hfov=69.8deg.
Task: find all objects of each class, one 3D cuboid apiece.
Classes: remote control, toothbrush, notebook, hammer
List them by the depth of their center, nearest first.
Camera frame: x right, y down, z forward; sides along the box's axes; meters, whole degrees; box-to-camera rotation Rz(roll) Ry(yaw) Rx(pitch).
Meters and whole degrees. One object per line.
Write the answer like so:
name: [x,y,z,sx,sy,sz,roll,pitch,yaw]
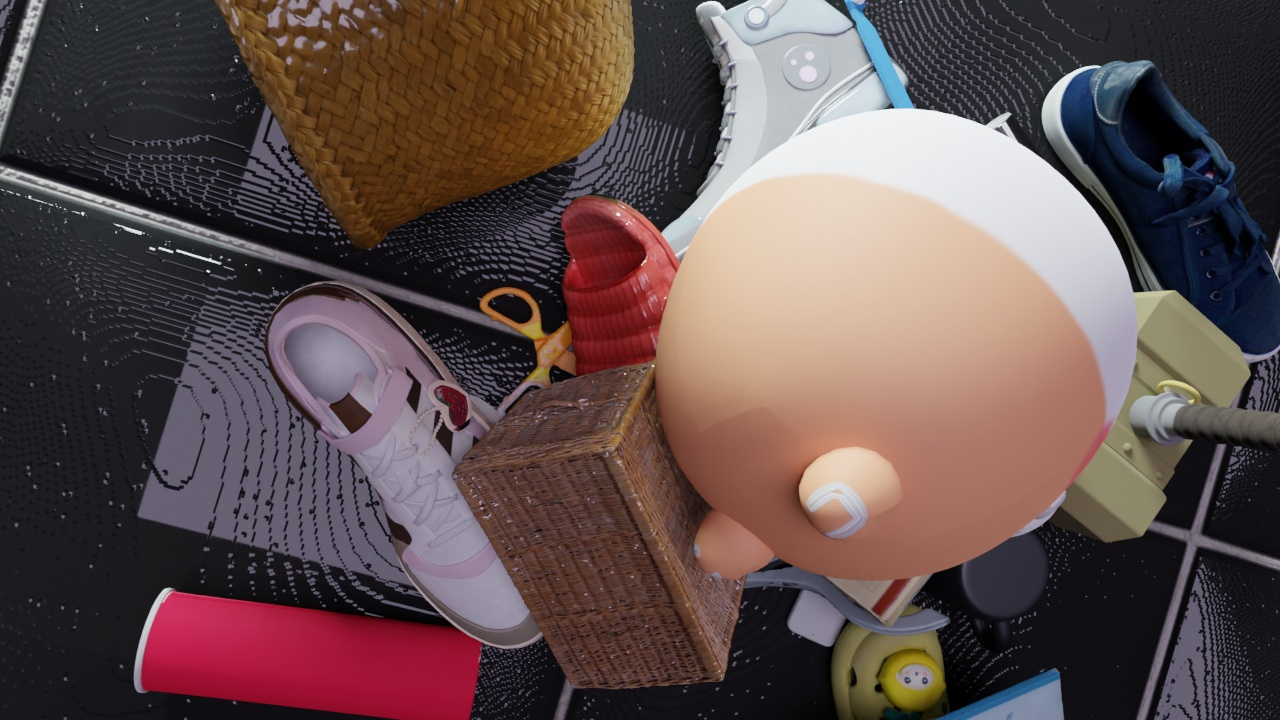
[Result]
hammer: [0.404,0.046,0.623,0.100,0.325,0.190,37,85,-9]
toothbrush: [0.170,-0.220,0.646,0.016,0.014,0.166,2,57,-26]
notebook: [0.210,0.338,0.703,0.253,0.009,0.181,-24,124,0]
remote control: [0.167,0.159,0.747,0.045,0.008,0.146,26,87,-10]

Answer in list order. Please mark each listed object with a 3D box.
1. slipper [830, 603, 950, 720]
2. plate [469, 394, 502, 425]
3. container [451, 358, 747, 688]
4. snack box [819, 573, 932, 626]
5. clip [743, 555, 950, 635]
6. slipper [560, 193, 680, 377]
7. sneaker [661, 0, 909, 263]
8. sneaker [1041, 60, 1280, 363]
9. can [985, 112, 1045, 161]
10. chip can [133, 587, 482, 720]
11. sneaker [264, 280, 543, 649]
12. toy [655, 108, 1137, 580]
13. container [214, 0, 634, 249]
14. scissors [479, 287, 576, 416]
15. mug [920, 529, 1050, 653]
slipper: [0.206,0.291,0.724,0.091,0.081,0.190,-6,96,-7]
plate: [-0.143,0.075,0.675,0.104,0.026,0.104,0,95,-5]
container: [-0.015,0.108,0.605,0.114,0.112,0.198,-13,114,25]
snack box: [0.184,0.067,0.684,0.153,0.055,0.207,37,84,28]
clip: [0.163,0.127,0.716,0.169,0.031,0.164,10,69,20]
slipper: [-0.004,0.004,0.655,0.059,0.104,0.249,-30,106,-38]
sneaker: [0.064,-0.174,0.683,0.256,0.093,0.160,-41,90,-5]
sneaker: [0.447,-0.115,0.729,0.120,0.127,0.294,-41,100,-8]
can: [0.310,-0.160,0.748,0.031,0.031,0.080,-41,98,-7]
chip can: [-0.227,0.211,0.648,0.220,0.069,0.069,11,90,-11]
sneaker: [-0.142,0.075,0.602,0.111,0.116,0.294,-31,98,-2]
toy: [0.137,0.004,0.536,0.265,0.264,0.279,41,59,-4]
container: [-0.134,-0.236,0.532,0.196,0.307,0.307,-24,96,-5]
scissors: [-0.072,-0.004,0.697,0.125,0.011,0.131,30,89,-9]
mug: [0.265,0.171,0.721,0.085,0.094,0.121,-16,95,-9]
